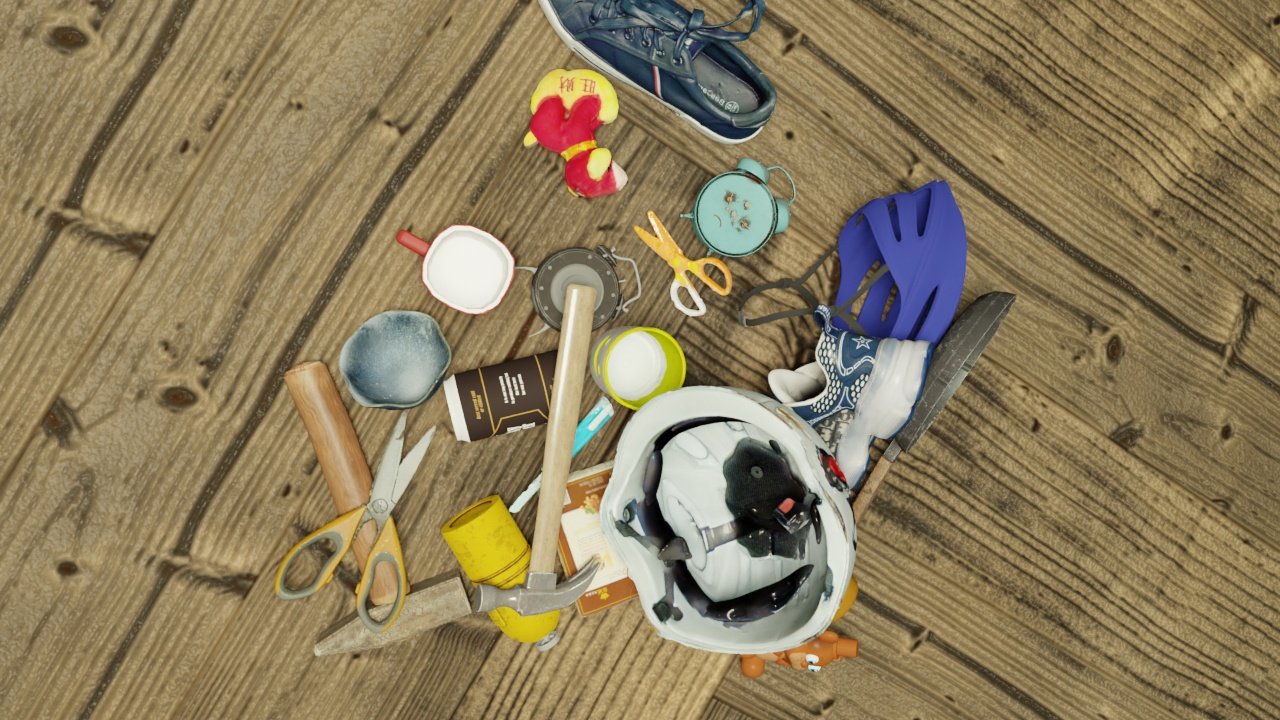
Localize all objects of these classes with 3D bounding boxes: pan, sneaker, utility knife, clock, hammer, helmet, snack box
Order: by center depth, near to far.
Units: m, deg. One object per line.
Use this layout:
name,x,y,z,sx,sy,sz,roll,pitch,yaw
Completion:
helmet,0.098,0.139,0.898,0.237,0.163,0.264,-19,93,27
hammer,-0.083,0.090,0.907,0.119,0.031,0.331,7,92,-24
sneaker,0.022,-0.333,0.918,0.294,0.127,0.120,35,88,-10
hammer,-0.295,0.145,0.931,0.157,0.037,0.301,-19,97,-10
sneaker,0.186,0.054,0.943,0.132,0.270,0.103,26,49,5
clock,-0.064,-0.074,0.958,0.122,0.044,0.091,-13,97,-10
helmet,0.222,-0.080,0.959,0.227,0.147,0.242,8,106,-15
utility knife,-0.083,0.099,0.962,0.158,0.015,0.022,-46,105,-22
clock,0.109,-0.163,0.983,0.124,0.053,0.090,-32,101,-8
snack box,-0.021,0.182,0.987,0.143,0.041,0.147,-19,97,-10
pan,0.293,0.073,1.005,0.040,0.207,0.357,37,107,19

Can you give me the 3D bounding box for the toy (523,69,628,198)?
toy,-0.068,-0.232,0.939,0.105,0.067,0.137,-15,89,-6

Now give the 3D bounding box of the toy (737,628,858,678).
toy,0.173,0.317,1.009,0.128,0.095,0.065,1,51,22

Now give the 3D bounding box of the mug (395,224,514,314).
mug,-0.185,-0.096,0.904,0.116,0.096,0.080,29,88,-12

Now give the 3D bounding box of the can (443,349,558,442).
can,-0.131,0.036,0.939,0.128,0.072,0.072,-14,97,-10

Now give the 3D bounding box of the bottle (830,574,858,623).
bottle,0.164,0.219,1.015,0.157,0.068,0.068,43,85,-11

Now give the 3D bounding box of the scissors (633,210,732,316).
scissors,0.034,-0.100,0.986,0.133,0.012,0.084,39,121,6

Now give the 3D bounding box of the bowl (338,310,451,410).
bowl,-0.238,0.008,0.915,0.110,0.055,0.110,-2,63,4

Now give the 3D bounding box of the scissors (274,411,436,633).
scissors,-0.277,0.156,0.907,0.166,0.016,0.225,10,92,-13

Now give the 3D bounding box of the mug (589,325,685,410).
mug,-0.006,0.006,0.944,0.082,0.106,0.082,-1,94,-12

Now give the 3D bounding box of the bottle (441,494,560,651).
bottle,-0.136,0.228,0.953,0.071,0.071,0.164,-30,99,-8
